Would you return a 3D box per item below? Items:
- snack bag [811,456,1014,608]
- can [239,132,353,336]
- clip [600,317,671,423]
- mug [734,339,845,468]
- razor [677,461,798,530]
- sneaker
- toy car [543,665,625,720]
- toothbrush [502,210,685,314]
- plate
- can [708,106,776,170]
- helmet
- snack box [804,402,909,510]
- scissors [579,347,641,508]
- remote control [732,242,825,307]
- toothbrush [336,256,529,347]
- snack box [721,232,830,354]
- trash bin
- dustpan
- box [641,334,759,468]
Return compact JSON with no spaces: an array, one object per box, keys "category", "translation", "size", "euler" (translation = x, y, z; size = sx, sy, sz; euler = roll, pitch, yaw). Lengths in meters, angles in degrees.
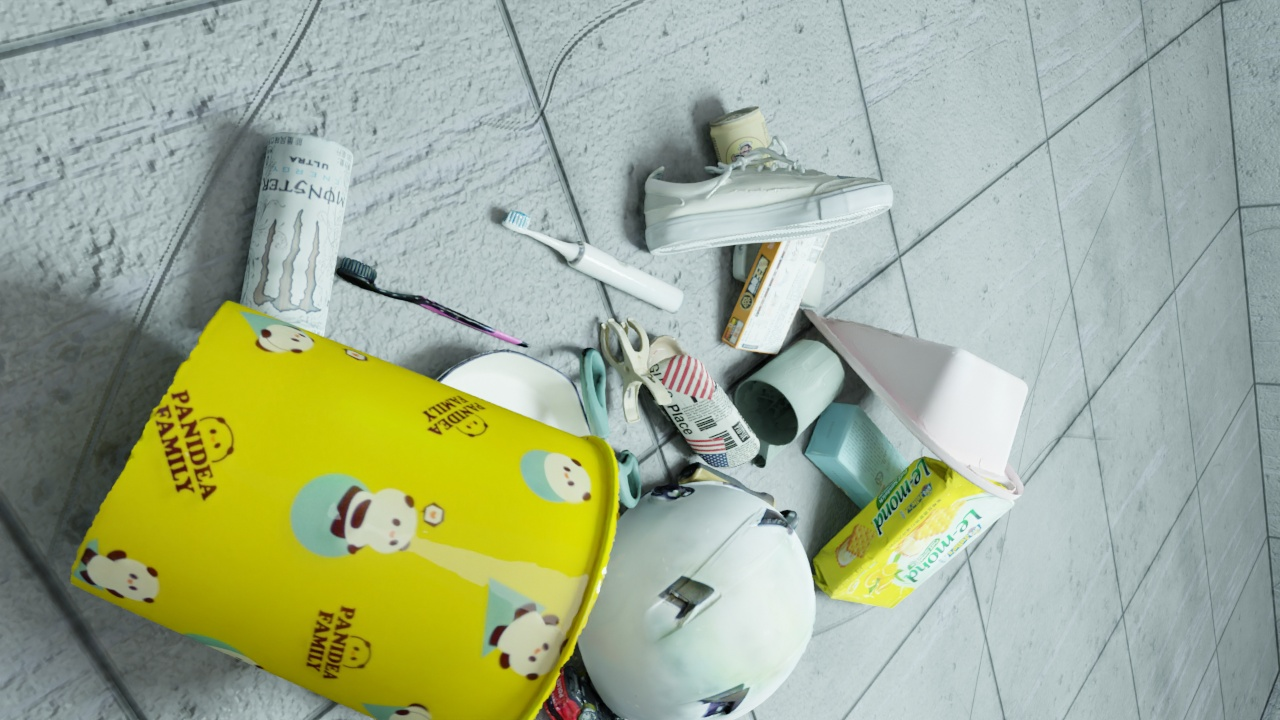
[{"category":"snack bag","translation":[0.328,0.207,1.121],"size":[0.158,0.068,0.247],"euler":[21,119,-42]},{"category":"can","translation":[-0.243,-0.083,0.646],"size":[0.058,0.058,0.146],"euler":[12,84,-43]},{"category":"clip","translation":[-0.010,0.008,0.878],"size":[0.034,0.066,0.099],"euler":[-8,75,-44]},{"category":"mug","translation":[0.167,0.049,1.034],"size":[0.103,0.084,0.124],"euler":[-36,143,-37]},{"category":"razor","translation":[0.103,0.157,0.991],"size":[0.167,0.062,0.067],"euler":[35,39,-34]},{"category":"sneaker","translation":[0.121,-0.165,0.900],"size":[0.089,0.242,0.090],"euler":[46,37,-86]},{"category":"toy car","translation":[-0.048,0.339,0.861],"size":[0.045,0.053,0.120],"euler":[-32,116,6]},{"category":"toothbrush","translation":[-0.039,-0.090,0.859],"size":[0.220,0.027,0.026],"euler":[22,99,-41]},{"category":"plate","translation":[-0.125,0.094,0.777],"size":[0.204,0.046,0.205],"euler":[-2,93,-43]},{"category":"can","translation":[0.115,-0.204,0.973],"size":[0.058,0.059,0.116],"euler":[-35,115,-36]},{"category":"helmet","translation":[0.073,0.232,0.866],"size":[0.258,0.146,0.229],"euler":[-23,101,-28]},{"category":"snack box","translation":[0.278,0.128,1.151],"size":[0.175,0.052,0.074],"euler":[43,63,-37]},{"category":"scissors","translation":[-0.025,0.081,0.844],"size":[0.181,0.019,0.170],"euler":[67,10,-49]},{"category":"remote control","translation":[0.159,-0.103,1.046],"size":[0.149,0.021,0.058],"euler":[16,81,-43]},{"category":"toothbrush","translation":[-0.164,-0.044,0.754],"size":[0.189,0.014,0.017],"euler":[24,64,-42]},{"category":"snack box","translation":[0.148,-0.081,0.995],"size":[0.075,0.026,0.154],"euler":[6,112,-44]},{"category":"trash bin","translation":[-0.181,0.101,0.581],"size":[0.255,0.230,0.229],"euler":[28,73,-19]},{"category":"dustpan","translation":[0.323,0.052,1.067],"size":[0.222,0.274,0.139],"euler":[18,91,-38]},{"category":"box","translation":[0.064,0.048,0.923],"size":[0.076,0.087,0.163],"euler":[-50,126,-20]}]
